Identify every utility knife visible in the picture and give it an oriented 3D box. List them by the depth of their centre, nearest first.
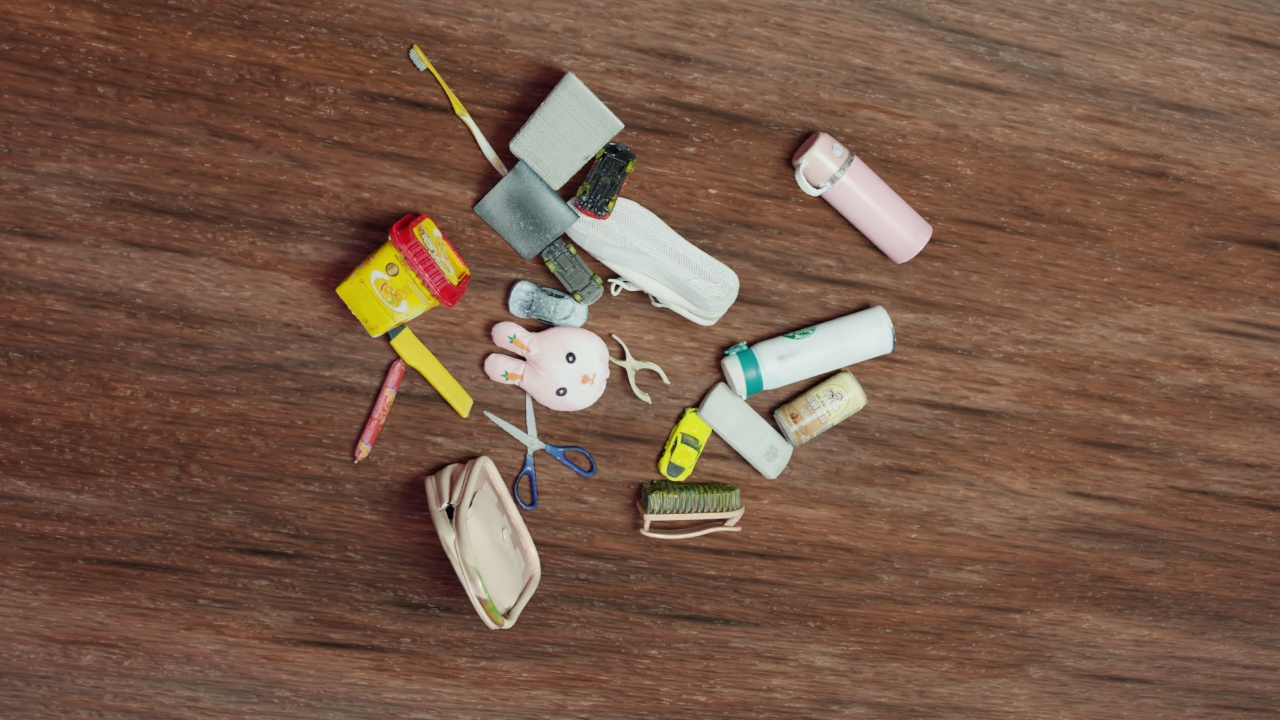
[{"bbox_3d":[-0.270,0.013,1.172,0.154,0.015,0.033,51,60,-15],"label":"utility knife"}]

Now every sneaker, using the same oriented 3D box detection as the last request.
[{"bbox_3d":[0.006,-0.122,1.156,0.242,0.091,0.089,31,59,3],"label":"sneaker"}]

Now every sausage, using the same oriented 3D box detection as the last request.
[{"bbox_3d":[-0.334,0.064,1.177,0.020,0.020,0.156,23,99,-13],"label":"sausage"}]

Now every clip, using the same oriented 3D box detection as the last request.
[{"bbox_3d":[0.003,0.002,1.204,0.084,0.035,0.104,-28,98,3],"label":"clip"}]

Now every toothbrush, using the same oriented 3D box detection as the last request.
[{"bbox_3d":[-0.217,-0.295,1.109,0.018,0.016,0.191,-32,106,11],"label":"toothbrush"}]

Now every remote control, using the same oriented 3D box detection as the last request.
[{"bbox_3d":[0.142,0.096,1.243,0.150,0.021,0.058,43,67,-15],"label":"remote control"}]

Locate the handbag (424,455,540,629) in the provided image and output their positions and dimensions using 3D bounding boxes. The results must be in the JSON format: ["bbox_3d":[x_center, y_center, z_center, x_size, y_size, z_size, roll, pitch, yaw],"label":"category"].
[{"bbox_3d":[-0.196,0.239,1.127,0.093,0.234,0.193,-23,105,-1],"label":"handbag"}]

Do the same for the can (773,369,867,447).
[{"bbox_3d":[0.242,0.065,1.239,0.116,0.058,0.058,-31,106,0],"label":"can"}]

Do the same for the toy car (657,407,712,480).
[{"bbox_3d":[0.062,0.114,1.239,0.048,0.032,0.105,24,97,-13],"label":"toy car"}]

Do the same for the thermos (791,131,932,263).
[{"bbox_3d":[0.278,-0.202,1.170,0.198,0.067,0.087,38,59,-16],"label":"thermos"}]

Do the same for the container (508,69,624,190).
[{"bbox_3d":[-0.093,-0.271,1.096,0.090,0.090,0.114,43,98,-14],"label":"container"}]

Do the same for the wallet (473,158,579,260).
[{"bbox_3d":[-0.140,-0.180,1.109,0.097,0.121,0.019,45,49,-14],"label":"wallet"}]

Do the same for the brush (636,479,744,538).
[{"bbox_3d":[0.070,0.204,1.247,0.145,0.063,0.073,1,99,-10],"label":"brush"}]

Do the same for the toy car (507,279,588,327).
[{"bbox_3d":[-0.116,-0.068,1.170,0.105,0.031,0.049,15,103,-13],"label":"toy car"}]

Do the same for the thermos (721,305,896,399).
[{"bbox_3d":[0.218,-0.012,1.214,0.224,0.073,0.073,-17,105,-4],"label":"thermos"}]

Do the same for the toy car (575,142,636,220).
[{"bbox_3d":[-0.042,-0.221,1.129,0.049,0.031,0.106,23,70,0],"label":"toy car"}]

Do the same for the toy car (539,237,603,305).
[{"bbox_3d":[-0.085,-0.110,1.154,0.042,0.035,0.090,-41,92,-6],"label":"toy car"}]

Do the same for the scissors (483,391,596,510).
[{"bbox_3d":[-0.136,0.122,1.223,0.175,0.012,0.162,17,100,-10],"label":"scissors"}]

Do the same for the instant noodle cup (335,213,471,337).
[{"bbox_3d":[-0.287,-0.098,1.103,0.124,0.116,0.116,-32,106,12],"label":"instant noodle cup"}]

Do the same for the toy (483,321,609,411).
[{"bbox_3d":[-0.119,0.006,1.174,0.159,0.054,0.121,12,117,-6],"label":"toy"}]
